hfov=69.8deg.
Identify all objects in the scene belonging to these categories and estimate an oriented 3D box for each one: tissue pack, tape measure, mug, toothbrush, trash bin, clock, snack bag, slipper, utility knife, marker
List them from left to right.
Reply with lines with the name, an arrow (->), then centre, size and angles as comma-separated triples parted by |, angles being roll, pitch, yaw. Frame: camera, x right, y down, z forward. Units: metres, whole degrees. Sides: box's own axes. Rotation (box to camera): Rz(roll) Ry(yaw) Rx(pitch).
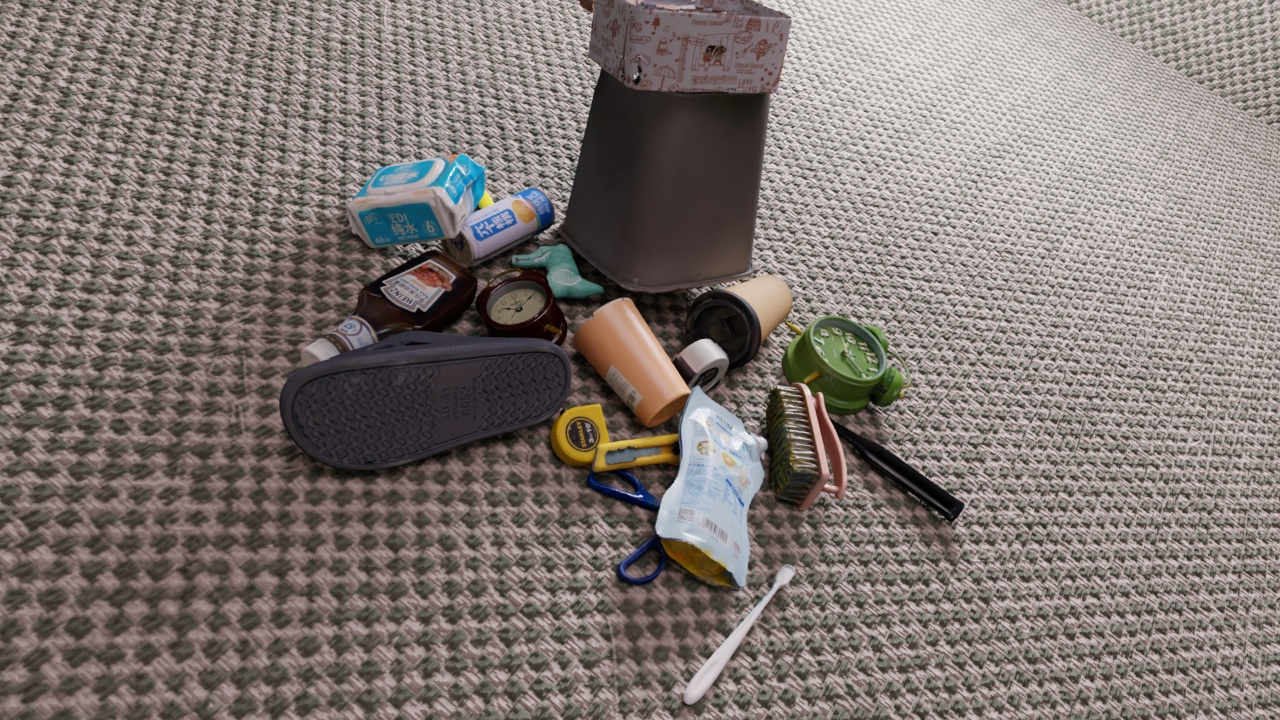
tissue pack -> -0.238, -0.174, 0.981 | 0.140, 0.063, 0.089 | -3, 40, 21
slipper -> -0.195, 0.027, 0.842 | 0.267, 0.111, 0.083 | -9, 24, -32
marker -> -0.201, -0.211, 1.104 | 0.018, 0.015, 0.124 | -11, 52, -33
clock -> -0.125, -0.051, 0.945 | 0.082, 0.055, 0.122 | -23, 50, -6
tape measure -> -0.059, 0.075, 0.894 | 0.057, 0.029, 0.060 | -7, 73, -29
mug -> -0.006, 0.006, 0.955 | 0.078, 0.078, 0.122 | -22, 67, -38
utility knife -> 0.016, 0.091, 0.909 | 0.154, 0.015, 0.033 | -4, 83, -36
trash bin -> 0.035, -0.220, 1.043 | 0.198, 0.220, 0.199 | -11, 37, -33
tape measure -> 0.062, 0.009, 0.985 | 0.065, 0.066, 0.033 | -21, 60, -37
snack bag -> 0.073, 0.119, 0.890 | 0.110, 0.039, 0.190 | 31, 44, -13
toothbrush -> 0.090, 0.243, 0.823 | 0.016, 0.016, 0.179 | 38, 48, 14
clock -> 0.247, 0.004, 1.083 | 0.161, 0.056, 0.116 | 7, 48, -20
toothbrush -> 0.262, 0.104, 1.019 | 0.212, 0.027, 0.026 | 37, 53, 13

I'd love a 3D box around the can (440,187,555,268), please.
can -> -0.160, -0.151, 1.038 | 0.053, 0.053, 0.134 | 41, 46, 14

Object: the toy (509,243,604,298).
toy -> -0.097, -0.102, 1.042 | 0.096, 0.030, 0.091 | -5, 47, -19

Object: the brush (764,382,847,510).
brush -> 0.174, 0.084, 0.973 | 0.073, 0.063, 0.145 | 9, 45, -12

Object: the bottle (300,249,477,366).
bottle -> -0.248, -0.043, 0.907 | 0.080, 0.044, 0.194 | 34, 46, 13

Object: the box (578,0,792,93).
box -> 0.026, -0.374, 0.972 | 0.177, 0.107, 0.271 | -6, 46, -25

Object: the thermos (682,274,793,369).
thermos -> 0.118, -0.051, 1.056 | 0.093, 0.093, 0.142 | 40, 37, 13

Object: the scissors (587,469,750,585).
scissors -> 0.023, 0.152, 0.876 | 0.176, 0.012, 0.161 | 28, 43, 0
